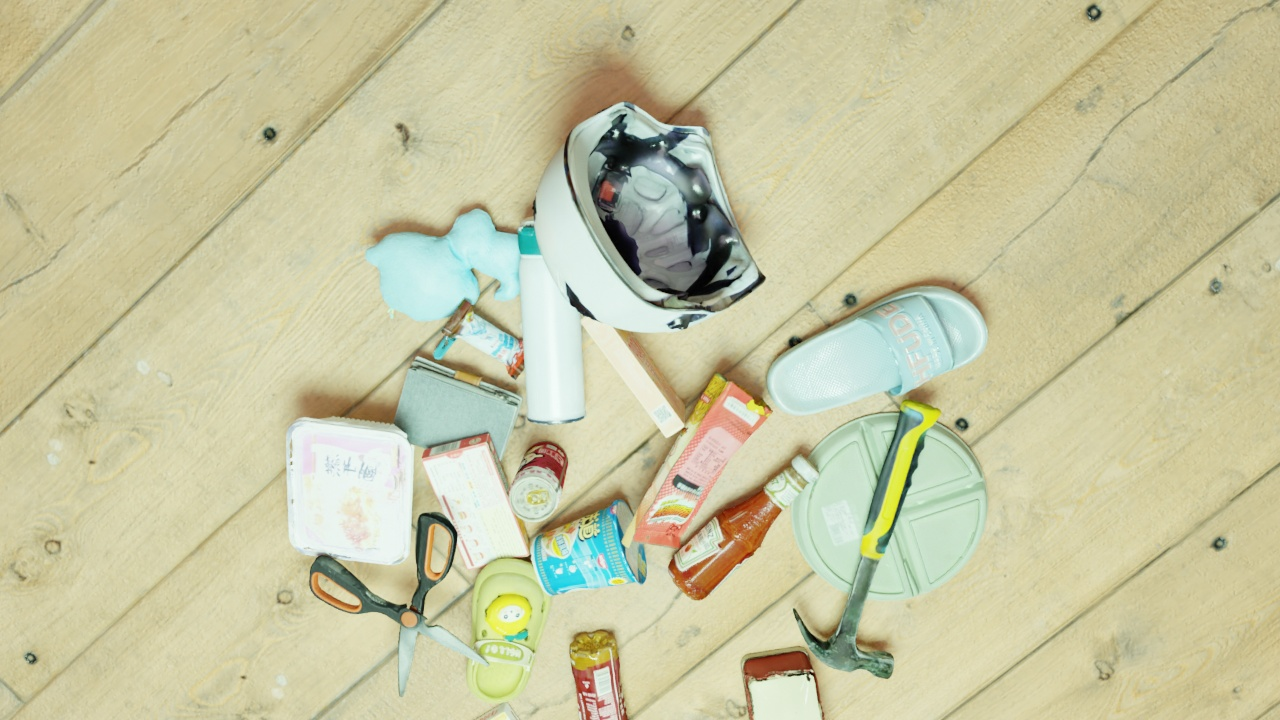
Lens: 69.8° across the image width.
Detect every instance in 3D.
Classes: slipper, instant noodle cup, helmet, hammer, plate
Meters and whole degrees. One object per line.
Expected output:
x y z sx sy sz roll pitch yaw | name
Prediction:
-0.153 0.324 1.057 0.091 0.081 0.191 8 107 -13 | slipper
0.257 -0.006 1.003 0.245 0.074 0.104 -21 98 6 | slipper
-0.318 0.137 1.026 0.138 0.060 0.174 8 112 -1 | instant noodle cup
-0.013 -0.124 0.915 0.146 0.257 0.229 -29 82 42 | helmet
0.264 0.200 1.033 0.126 0.032 0.323 14 101 -3 | hammer
0.289 0.174 1.059 0.230 0.027 0.230 0 100 1 | plate
-0.060 0.218 1.041 0.110 0.099 0.099 -18 100 12 | instant noodle cup

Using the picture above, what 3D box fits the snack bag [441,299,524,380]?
-0.166 -0.022 1.015 0.104 0.026 0.048 37 88 -31 | snack bag

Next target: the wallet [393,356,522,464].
-0.207 0.060 1.037 0.129 0.037 0.107 20 111 -3 | wallet

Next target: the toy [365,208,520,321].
-0.213 -0.098 1.002 0.161 0.050 0.156 34 93 -15 | toy

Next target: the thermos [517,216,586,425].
-0.096 -0.047 1.001 0.073 0.073 0.224 -2 101 1 | thermos

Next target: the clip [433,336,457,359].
-0.213 -0.024 1.029 0.014 0.046 0.057 37 102 -9 | clip

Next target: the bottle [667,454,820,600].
0.119 0.187 1.043 0.060 0.059 0.206 43 100 -7 | bottle

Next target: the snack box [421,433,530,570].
-0.185 0.163 1.042 0.077 0.027 0.156 -15 114 3 | snack box

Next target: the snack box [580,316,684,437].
-0.006 0.006 1.001 0.026 0.084 0.157 -35 98 9 | snack box

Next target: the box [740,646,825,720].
0.172 0.436 1.081 0.091 0.077 0.168 -10 100 1 | box

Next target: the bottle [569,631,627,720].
-0.046 0.413 1.088 0.057 0.057 0.175 -7 100 1 | bottle

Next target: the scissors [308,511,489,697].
-0.257 0.264 1.015 0.230 0.021 0.221 29 104 3 | scissors

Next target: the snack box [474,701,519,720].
-0.156 0.502 1.122 0.085 0.027 0.157 -32 99 6 | snack box

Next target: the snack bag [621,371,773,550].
0.062 0.120 1.013 0.073 0.128 0.208 35 97 29 | snack bag

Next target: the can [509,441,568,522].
-0.110 0.130 0.999 0.053 0.132 0.053 0 100 0 | can
